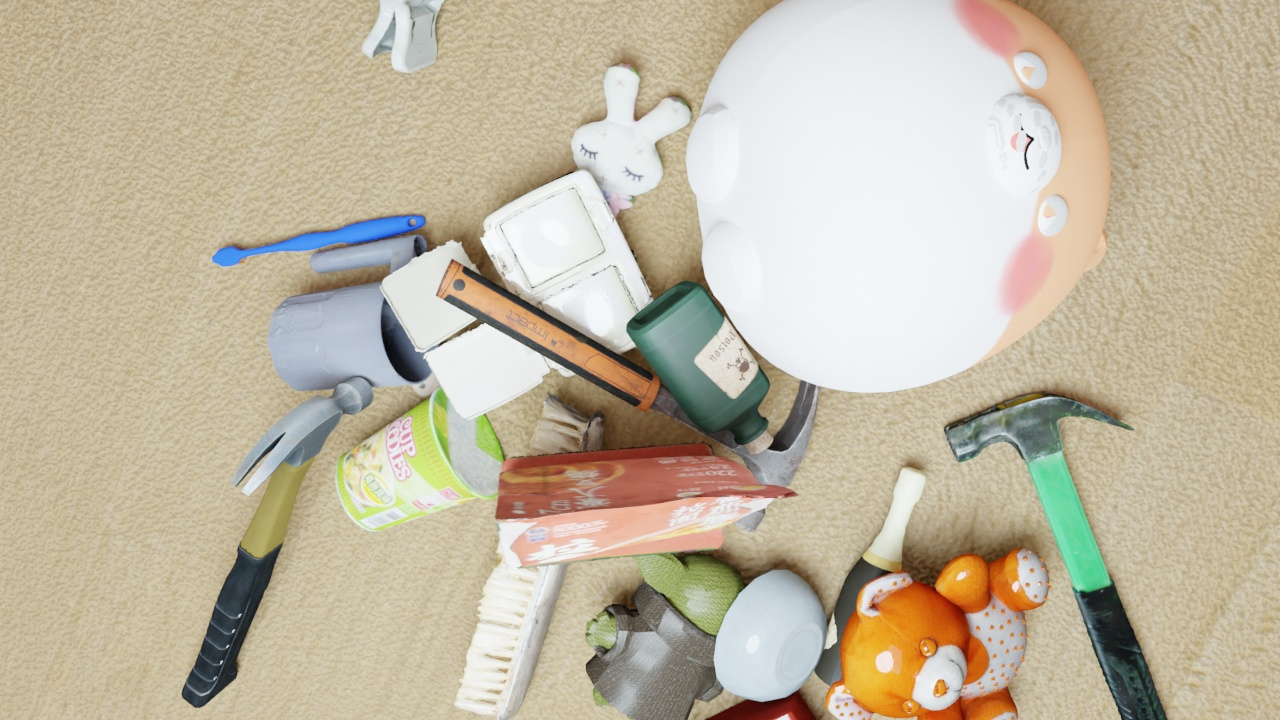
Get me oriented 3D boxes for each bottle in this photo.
[{"bbox_3d":[0.052,0.012,0.659,0.061,0.061,0.131,-38,104,-4],"label":"bottle"},{"bbox_3d":[0.189,0.173,0.734,0.045,0.045,0.184,18,97,3],"label":"bottle"}]

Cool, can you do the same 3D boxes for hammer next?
[{"bbox_3d":[-0.302,0.159,0.714,0.025,0.117,0.334,34,118,6],"label":"hammer"},{"bbox_3d":[0.359,0.176,0.728,0.130,0.032,0.319,-22,94,6],"label":"hammer"},{"bbox_3d":[-0.004,0.004,0.697,0.314,0.035,0.138,30,96,-16],"label":"hammer"}]

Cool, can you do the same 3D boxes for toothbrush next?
[{"bbox_3d":[-0.267,-0.100,0.763,0.182,0.018,0.016,-10,95,3],"label":"toothbrush"}]

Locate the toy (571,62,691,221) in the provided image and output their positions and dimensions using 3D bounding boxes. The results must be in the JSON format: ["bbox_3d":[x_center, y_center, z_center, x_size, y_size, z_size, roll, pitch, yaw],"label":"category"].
[{"bbox_3d":[-0.014,-0.165,0.720,0.079,0.038,0.123,23,102,-8],"label":"toy"}]

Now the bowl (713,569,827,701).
[{"bbox_3d":[0.109,0.220,0.715,0.106,0.039,0.106,-13,111,-36],"label":"bowl"}]

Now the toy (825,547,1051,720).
[{"bbox_3d":[0.225,0.216,0.684,0.172,0.093,0.164,4,104,-26],"label":"toy"}]

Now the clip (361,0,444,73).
[{"bbox_3d":[-0.157,-0.288,0.684,0.096,0.125,0.152,14,120,11],"label":"clip"}]

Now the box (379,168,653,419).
[{"bbox_3d":[-0.087,-0.046,0.705,0.184,0.050,0.143,-28,103,-1],"label":"box"}]

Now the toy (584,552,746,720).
[{"bbox_3d":[0.024,0.224,0.736,0.179,0.078,0.153,33,94,-25],"label":"toy"}]

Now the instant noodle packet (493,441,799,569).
[{"bbox_3d":[-0.007,0.088,0.579,0.164,0.221,0.084,-3,80,-8],"label":"instant noodle packet"}]

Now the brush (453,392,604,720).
[{"bbox_3d":[-0.088,0.163,0.739,0.056,0.083,0.271,17,98,3],"label":"brush"}]

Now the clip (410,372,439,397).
[{"bbox_3d":[-0.164,0.006,0.751,0.061,0.041,0.024,-42,93,13],"label":"clip"}]

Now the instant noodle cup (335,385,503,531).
[{"bbox_3d":[-0.181,0.085,0.738,0.108,0.098,0.099,-25,93,14],"label":"instant noodle cup"}]

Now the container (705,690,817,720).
[{"bbox_3d":[0.118,0.378,0.722,0.148,0.127,0.201,-29,83,7],"label":"container"}]

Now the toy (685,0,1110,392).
[{"bbox_3d":[0.171,-0.115,0.600,0.280,0.266,0.263,-10,93,-12],"label":"toy"}]

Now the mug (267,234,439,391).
[{"bbox_3d":[-0.224,-0.037,0.730,0.104,0.084,0.123,-6,71,19],"label":"mug"}]
